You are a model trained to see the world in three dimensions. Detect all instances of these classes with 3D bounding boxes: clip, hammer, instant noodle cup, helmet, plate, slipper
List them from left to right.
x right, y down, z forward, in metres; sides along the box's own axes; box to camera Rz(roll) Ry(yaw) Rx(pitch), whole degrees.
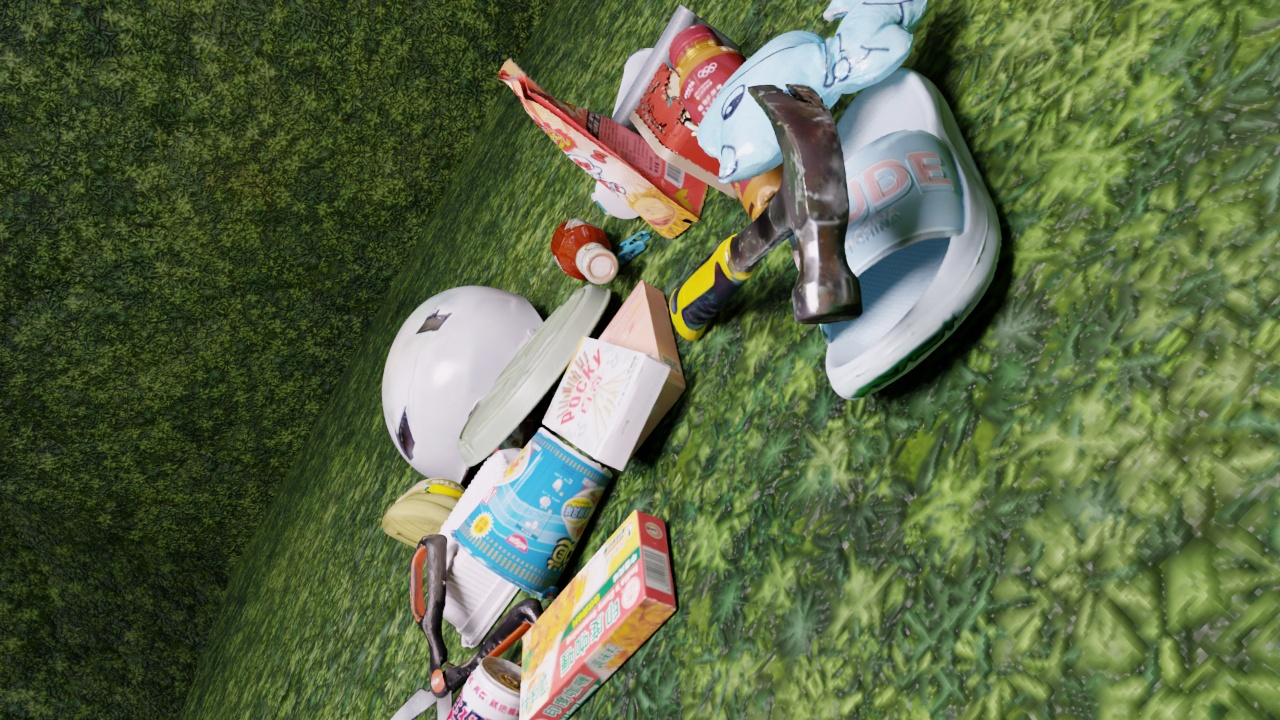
[{"bbox_3d":[-0.235,0.167,1.024,0.191,0.091,0.081,-29,37,60],"label":"slipper"},{"bbox_3d":[-0.237,0.019,1.122,0.258,0.146,0.229,-63,21,-1],"label":"helmet"},{"bbox_3d":[-0.140,0.161,0.852,0.174,0.060,0.137,-53,23,20],"label":"instant noodle cup"},{"bbox_3d":[-0.112,0.010,0.932,0.230,0.027,0.230,-48,12,13],"label":"plate"},{"bbox_3d":[-0.080,0.117,0.730,0.110,0.099,0.099,-57,20,-7],"label":"instant noodle cup"},{"bbox_3d":[-0.008,-0.116,0.939,0.057,0.014,0.046,-27,38,58],"label":"clip"},{"bbox_3d":[0.059,-0.062,0.559,0.324,0.032,0.126,139,127,-80],"label":"hammer"},{"bbox_3d":[0.130,-0.089,0.507,0.104,0.074,0.244,-41,28,41],"label":"slipper"}]

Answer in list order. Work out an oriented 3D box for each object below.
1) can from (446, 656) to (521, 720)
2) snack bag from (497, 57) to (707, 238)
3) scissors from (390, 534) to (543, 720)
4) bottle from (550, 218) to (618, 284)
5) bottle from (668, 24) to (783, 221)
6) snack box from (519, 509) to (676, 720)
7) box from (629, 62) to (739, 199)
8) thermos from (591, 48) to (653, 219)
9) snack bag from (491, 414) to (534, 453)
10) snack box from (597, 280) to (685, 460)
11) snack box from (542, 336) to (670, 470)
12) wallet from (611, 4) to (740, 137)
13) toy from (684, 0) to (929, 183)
[{"bbox_3d":[-0.126,0.288,0.672,0.133,0.053,0.053,-62,21,2],"label":"can"},{"bbox_3d":[-0.035,-0.196,0.831,0.073,0.207,0.128,-52,24,13],"label":"snack bag"},{"bbox_3d":[-0.162,0.246,0.762,0.231,0.021,0.220,-43,51,24],"label":"scissors"},{"bbox_3d":[-0.057,-0.112,0.962,0.060,0.059,0.206,-60,16,6],"label":"bottle"},{"bbox_3d":[0.072,-0.173,0.665,0.058,0.057,0.174,-47,55,34],"label":"bottle"},{"bbox_3d":[-0.033,0.180,0.624,0.156,0.027,0.077,-52,25,27],"label":"snack box"},{"bbox_3d":[0.053,-0.213,0.806,0.078,0.091,0.168,-59,21,17],"label":"box"},{"bbox_3d":[-0.001,-0.251,1.013,0.073,0.073,0.223,-38,32,47],"label":"thermos"},{"bbox_3d":[-0.137,0.081,0.984,0.104,0.026,0.048,-4,72,66],"label":"snack bag"},{"bbox_3d":[-0.005,0.004,0.769,0.085,0.026,0.157,-53,23,24],"label":"snack box"},{"bbox_3d":[-0.031,0.030,0.726,0.084,0.027,0.157,-65,22,-3],"label":"snack box"},{"bbox_3d":[0.039,-0.269,0.907,0.037,0.106,0.130,45,111,33],"label":"wallet"},{"bbox_3d":[0.100,-0.178,0.584,0.157,0.050,0.161,-7,49,42],"label":"toy"}]
